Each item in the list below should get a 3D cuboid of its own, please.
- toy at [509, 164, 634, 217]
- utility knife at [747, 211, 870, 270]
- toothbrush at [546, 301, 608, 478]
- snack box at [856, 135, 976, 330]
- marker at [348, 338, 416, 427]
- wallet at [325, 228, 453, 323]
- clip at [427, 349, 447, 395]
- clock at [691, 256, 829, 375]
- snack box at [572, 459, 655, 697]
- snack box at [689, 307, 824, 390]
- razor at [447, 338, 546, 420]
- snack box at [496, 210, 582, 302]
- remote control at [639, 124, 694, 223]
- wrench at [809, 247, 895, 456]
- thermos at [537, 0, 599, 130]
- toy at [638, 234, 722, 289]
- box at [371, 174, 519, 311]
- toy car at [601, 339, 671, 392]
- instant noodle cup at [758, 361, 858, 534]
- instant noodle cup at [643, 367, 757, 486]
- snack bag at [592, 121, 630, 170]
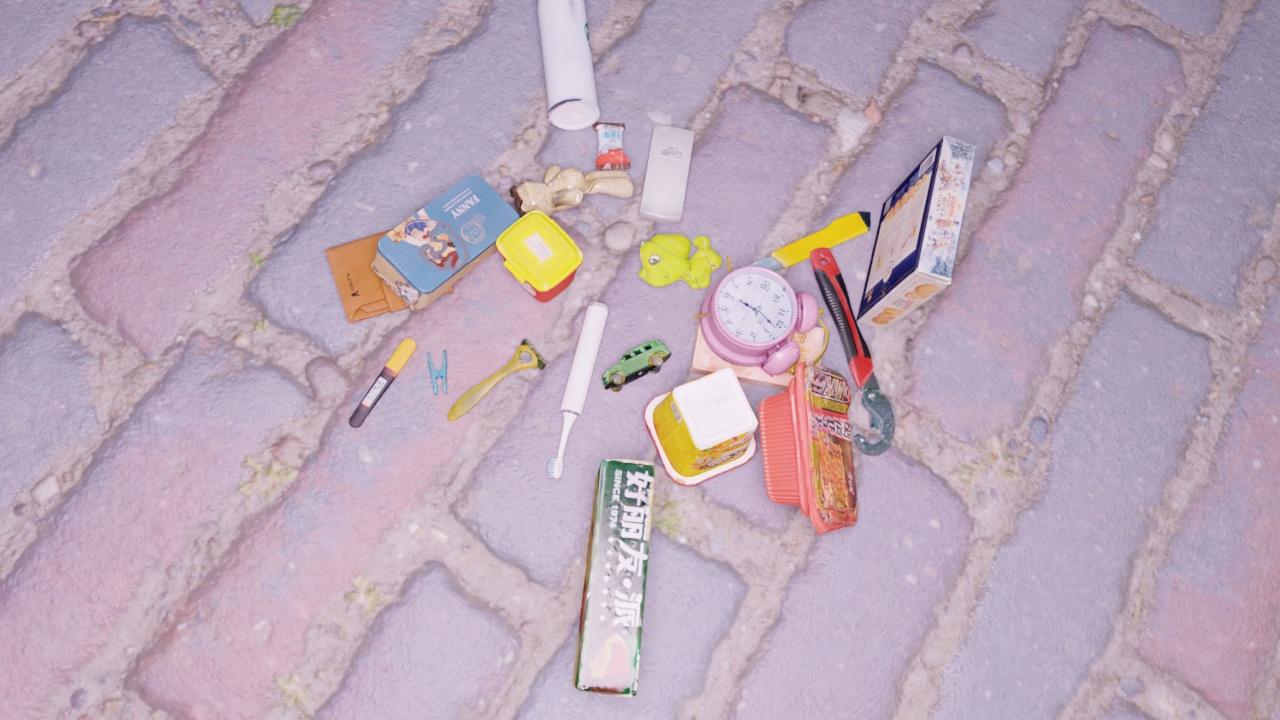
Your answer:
[{"bbox_3d":[-0.084,-0.212,1.160,0.157,0.066,0.105,-13,42,-13],"label":"toy"},{"bbox_3d":[0.209,-0.146,1.184,0.216,0.015,0.033,-24,77,-15],"label":"utility knife"},{"bbox_3d":[-0.076,0.034,1.096,0.026,0.026,0.220,1,68,35],"label":"toothbrush"},{"bbox_3d":[0.330,-0.148,1.111,0.046,0.178,0.182,17,73,-4],"label":"snack box"},{"bbox_3d":[-0.304,0.027,1.084,0.018,0.015,0.123,31,75,6],"label":"marker"},{"bbox_3d":[-0.305,-0.108,1.117,0.131,0.031,0.107,-19,74,-10],"label":"wallet"},{"bbox_3d":[-0.241,0.015,1.093,0.041,0.014,0.056,-6,72,-7],"label":"clip"},{"bbox_3d":[0.149,-0.047,1.097,0.158,0.060,0.117,29,72,3],"label":"clock"},{"bbox_3d":[-0.028,0.234,0.992,0.063,0.115,0.239,7,73,-4],"label":"snack box"},{"bbox_3d":[0.144,-0.013,1.132,0.157,0.026,0.084,11,72,-2],"label":"snack box"},{"bbox_3d":[-0.176,0.028,1.090,0.132,0.028,0.043,-38,83,-13],"label":"razor"},{"bbox_3d":[-0.123,-0.120,1.111,0.082,0.080,0.091,-41,81,-17],"label":"snack box"},{"bbox_3d":[0.034,-0.243,1.197,0.056,0.019,0.135,9,72,-3],"label":"remote control"},{"bbox_3d":[0.263,-0.015,1.145,0.056,0.016,0.273,-10,77,-13],"label":"wrench"},{"bbox_3d":[-0.097,-0.421,1.216,0.073,0.073,0.224,-5,73,-7],"label":"thermos"},{"bbox_3d":[0.047,-0.127,1.156,0.100,0.031,0.096,32,73,0],"label":"toy"},{"bbox_3d":[-0.228,-0.145,1.098,0.090,0.061,0.183,43,60,-2],"label":"box"},{"bbox_3d":[-0.007,0.006,1.103,0.091,0.043,0.036,-29,80,-15],"label":"toy car"},{"bbox_3d":[0.192,0.101,1.039,0.079,0.164,0.188,-10,78,27],"label":"instant noodle cup"},{"bbox_3d":[0.075,0.069,1.048,0.116,0.124,0.116,-21,75,-12],"label":"instant noodle cup"},{"bbox_3d":[-0.038,-0.279,1.185,0.048,0.026,0.104,-1,42,-8],"label":"snack bag"}]
